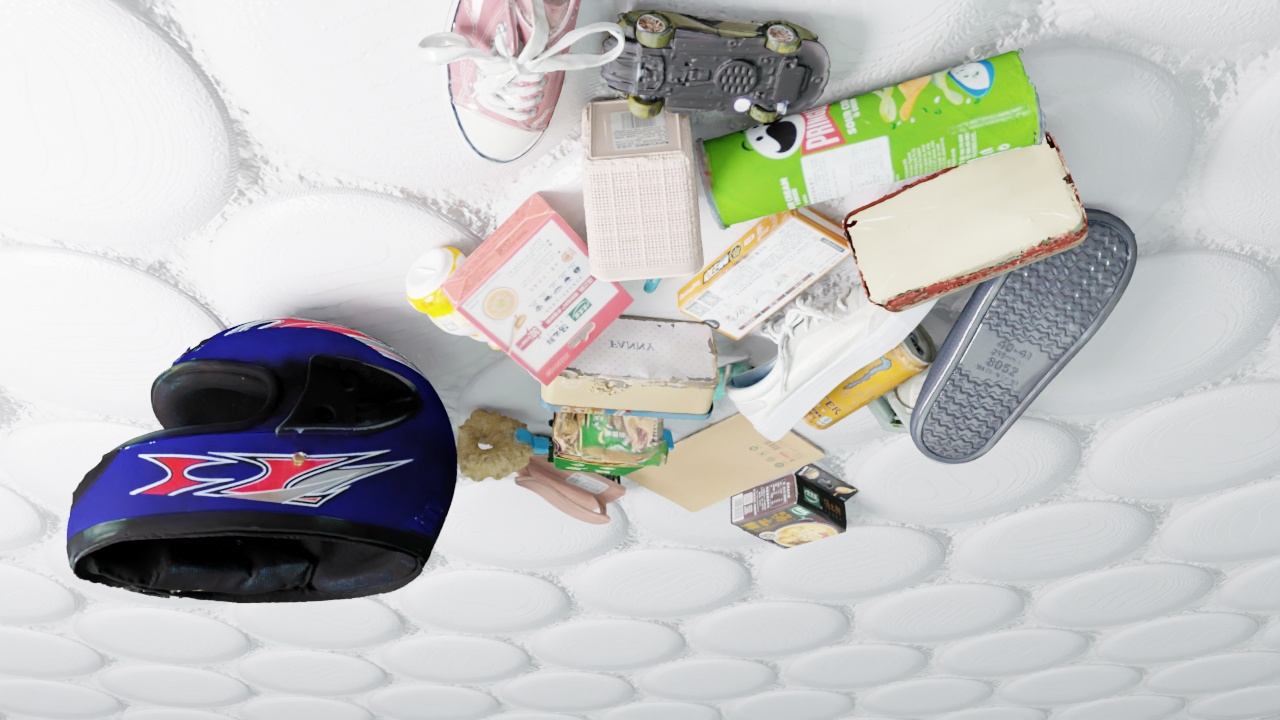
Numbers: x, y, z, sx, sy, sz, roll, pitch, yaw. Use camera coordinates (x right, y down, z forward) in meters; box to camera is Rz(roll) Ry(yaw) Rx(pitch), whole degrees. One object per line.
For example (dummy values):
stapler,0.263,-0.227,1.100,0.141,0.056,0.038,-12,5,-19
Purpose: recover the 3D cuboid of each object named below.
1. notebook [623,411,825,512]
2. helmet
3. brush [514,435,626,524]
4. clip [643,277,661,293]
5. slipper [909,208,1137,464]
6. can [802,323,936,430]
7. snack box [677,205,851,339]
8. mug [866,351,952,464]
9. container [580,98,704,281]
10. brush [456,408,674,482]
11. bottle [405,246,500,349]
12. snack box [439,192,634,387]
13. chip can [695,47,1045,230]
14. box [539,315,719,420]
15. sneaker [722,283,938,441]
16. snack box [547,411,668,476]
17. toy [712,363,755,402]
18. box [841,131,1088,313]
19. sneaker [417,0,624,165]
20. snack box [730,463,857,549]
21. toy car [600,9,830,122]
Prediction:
notebook,0.097,0.124,1.110,0.208,0.008,0.147,-29,135,32
helmet,-0.325,0.080,0.831,0.315,0.240,0.248,12,144,-35
brush,-0.089,0.139,1.071,0.145,0.072,0.063,31,134,-34
clip,0.015,-0.085,0.812,0.014,0.043,0.057,11,138,-19
slipper,0.333,-0.028,0.846,0.110,0.083,0.269,23,115,-10
can,0.221,0.014,0.922,0.058,0.058,0.146,23,137,-29
snack box,0.108,-0.078,0.819,0.075,0.026,0.154,23,137,-29
mug,0.294,0.048,0.964,0.124,0.083,0.103,3,151,38
container,0.000,-0.131,0.692,0.090,0.089,0.111,-4,141,3
brush,-0.085,0.091,1.015,0.254,0.083,0.046,-1,142,-14
bottle,-0.155,-0.051,0.814,0.063,0.063,0.108,-21,140,24
snack box,-0.085,-0.058,0.781,0.113,0.044,0.127,-44,134,0
chip can,0.163,-0.158,0.672,0.236,0.072,0.072,-13,142,15
box,-0.005,0.005,0.876,0.184,0.089,0.059,7,137,-9
sneaker,0.171,-0.028,0.852,0.091,0.089,0.243,42,120,-6
snack box,-0.039,0.064,0.950,0.117,0.118,0.106,7,155,-11
toy,0.086,0.028,0.962,0.092,0.030,0.096,-19,147,25
box,0.251,-0.103,0.715,0.169,0.091,0.080,-22,168,26
sneaker,-0.078,-0.207,0.583,0.118,0.087,0.242,10,141,-16
snack box,0.197,0.189,1.173,0.113,0.053,0.126,30,139,-35
toy car,0.052,-0.203,0.632,0.158,0.042,0.070,4,144,-6
